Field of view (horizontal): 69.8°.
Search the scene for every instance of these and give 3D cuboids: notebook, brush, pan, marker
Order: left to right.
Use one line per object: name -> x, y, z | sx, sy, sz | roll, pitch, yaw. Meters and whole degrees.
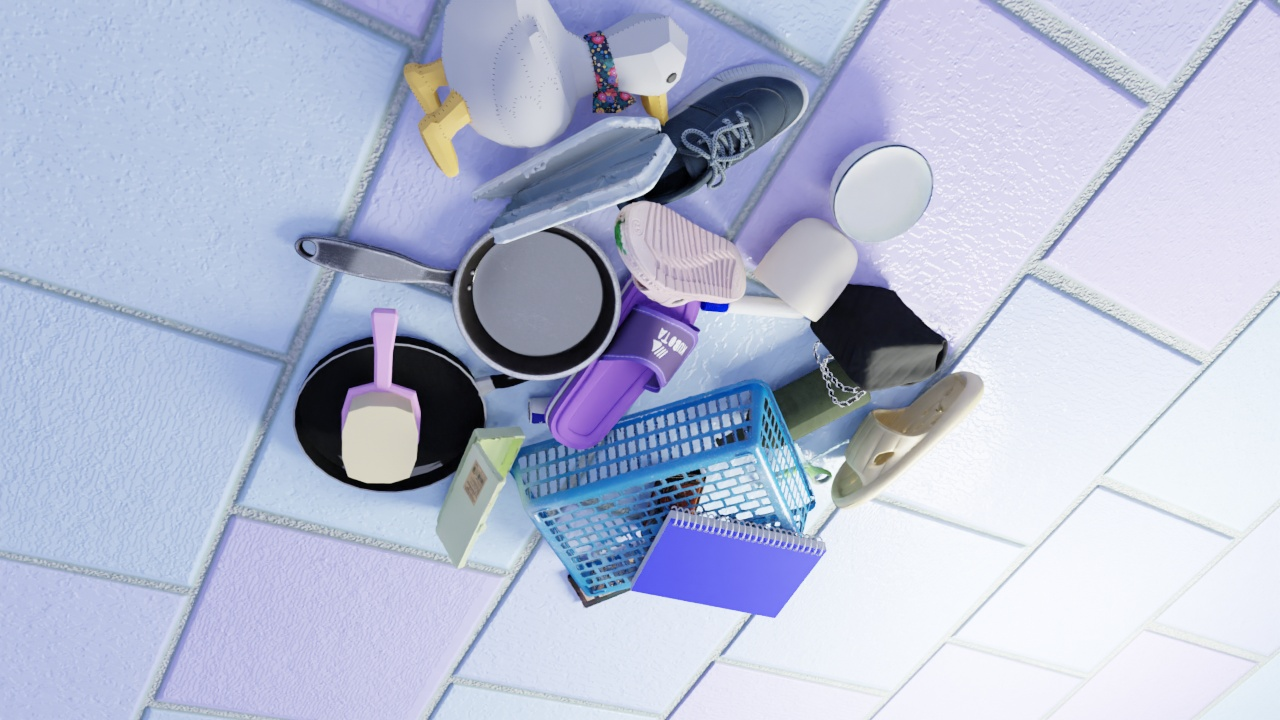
brush -> -0.296, 0.045, 1.050 | 0.089, 0.043, 0.229 | 3, 125, -15
pan -> -0.240, 0.046, 1.114 | 0.356, 0.034, 0.225 | -20, 126, 0
pan -> -0.197, -0.087, 1.020 | 0.357, 0.055, 0.187 | 14, 109, -7
notebook -> 0.113, 0.265, 1.192 | 0.209, 0.022, 0.172 | 14, 130, -12
marker -> 0.138, -0.069, 1.132 | 0.133, 0.027, 0.023 | 3, 123, -18

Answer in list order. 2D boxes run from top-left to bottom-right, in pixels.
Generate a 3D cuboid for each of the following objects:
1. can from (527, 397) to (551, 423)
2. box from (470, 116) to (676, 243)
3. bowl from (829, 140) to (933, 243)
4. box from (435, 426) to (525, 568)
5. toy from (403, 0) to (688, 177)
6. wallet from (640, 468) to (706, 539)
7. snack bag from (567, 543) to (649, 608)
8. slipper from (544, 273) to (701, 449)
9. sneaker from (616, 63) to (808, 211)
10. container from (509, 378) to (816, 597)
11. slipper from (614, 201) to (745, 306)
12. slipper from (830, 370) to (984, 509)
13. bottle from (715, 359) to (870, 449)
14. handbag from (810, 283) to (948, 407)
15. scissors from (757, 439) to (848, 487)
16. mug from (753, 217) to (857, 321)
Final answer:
can -> -0.095, 0.062, 1.161 | 0.095, 0.032, 0.032 | -2, 124, -12
box -> -0.062, -0.171, 0.921 | 0.216, 0.083, 0.122 | -18, 178, 39
bowl -> 0.266, -0.200, 1.048 | 0.118, 0.062, 0.118 | -6, 125, -10
box -> -0.197, 0.169, 1.166 | 0.083, 0.091, 0.188 | -17, 149, -43
toy -> -0.088, -0.279, 0.860 | 0.267, 0.140, 0.247 | -22, 152, 4
wallet -> 0.047, 0.203, 1.300 | 0.072, 0.019, 0.123 | 2, 123, -18
snack bag -> -0.026, 0.317, 1.362 | 0.155, 0.018, 0.075 | -22, 127, 2
slipper -> -0.007, 0.006, 1.083 | 0.107, 0.084, 0.267 | 29, 103, -36
sneaker -> 0.073, -0.230, 0.965 | 0.236, 0.087, 0.089 | -28, 125, 7
container -> 0.031, 0.187, 1.198 | 0.363, 0.089, 0.257 | -17, 127, 14
slipper -> 0.036, -0.106, 1.011 | 0.065, 0.094, 0.239 | -11, 169, 34
slipper -> 0.347, 0.093, 1.257 | 0.262, 0.111, 0.079 | -42, 101, 11
bottle -> 0.197, 0.070, 1.213 | 0.207, 0.071, 0.071 | -28, 126, 7
handbag -> 0.289, -0.017, 1.127 | 0.125, 0.153, 0.115 | -5, 121, -16
scissors -> 0.222, 0.149, 1.272 | 0.160, 0.024, 0.171 | -12, 149, 17
mug -> 0.205, -0.112, 1.082 | 0.100, 0.096, 0.120 | -52, 158, 13
